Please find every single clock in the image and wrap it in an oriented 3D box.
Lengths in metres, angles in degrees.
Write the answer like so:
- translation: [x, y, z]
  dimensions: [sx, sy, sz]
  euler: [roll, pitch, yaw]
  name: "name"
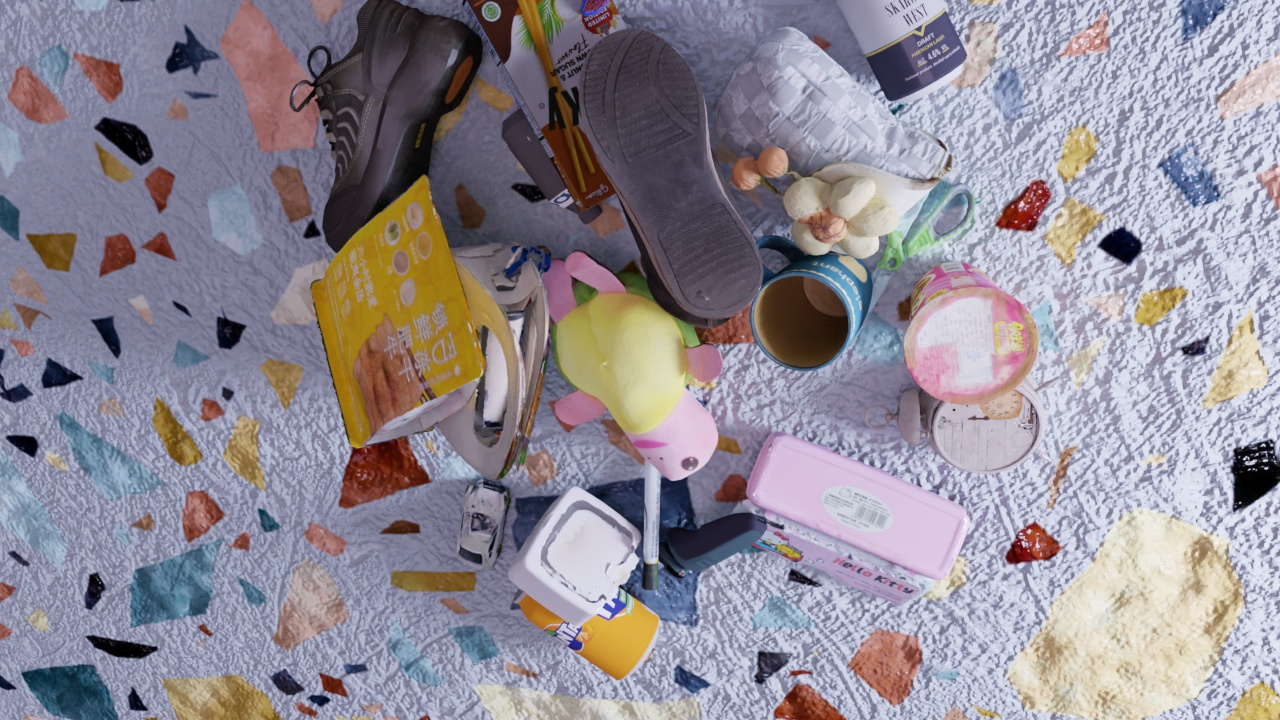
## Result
- translation: [0.276, 0.051, 0.797]
  dimensions: [0.157, 0.061, 0.103]
  euler: [-2, 113, 11]
  name: "clock"

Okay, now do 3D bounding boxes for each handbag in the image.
- translation: [0.131, -0.158, 0.702]
  dimensions: [0.171, 0.123, 0.113]
  euler: [39, 149, -4]
  name: "handbag"
- translation: [-0.117, 0.000, 0.793]
  dimensions: [0.092, 0.199, 0.201]
  euler: [-6, 121, -26]
  name: "handbag"

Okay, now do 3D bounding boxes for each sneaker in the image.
- translation: [-0.248, -0.208, 0.780]
  dimensions: [0.143, 0.100, 0.238]
  euler: [34, 116, -1]
  name: "sneaker"
- translation: [0.021, -0.135, 0.714]
  dimensions: [0.095, 0.120, 0.234]
  euler: [-27, 85, -4]
  name: "sneaker"

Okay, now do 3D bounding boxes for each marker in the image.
- translation: [0.011, 0.153, 0.902]
  dimensions: [0.017, 0.017, 0.146]
  euler: [2, 94, 11]
  name: "marker"

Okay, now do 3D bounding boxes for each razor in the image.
- translation: [0.067, 0.174, 0.886]
  dimensions: [0.047, 0.052, 0.143]
  euler: [30, 139, -25]
  name: "razor"

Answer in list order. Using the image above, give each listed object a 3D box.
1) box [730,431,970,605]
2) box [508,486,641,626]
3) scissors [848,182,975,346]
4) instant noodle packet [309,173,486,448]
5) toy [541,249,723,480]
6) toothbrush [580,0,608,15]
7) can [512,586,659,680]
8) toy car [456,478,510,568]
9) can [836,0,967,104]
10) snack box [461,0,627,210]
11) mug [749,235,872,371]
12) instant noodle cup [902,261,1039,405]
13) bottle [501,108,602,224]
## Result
- translation: [0.190, 0.160, 0.862]
  dimensions: [0.201, 0.073, 0.150]
  euler: [22, 116, 3]
  name: "box"
- translation: [-0.058, 0.190, 0.895]
  dimensions: [0.102, 0.107, 0.076]
  euler: [36, 147, -3]
  name: "box"
- translation: [0.219, -0.079, 0.780]
  dimensions: [0.078, 0.032, 0.176]
  euler: [23, 121, -1]
  name: "scissors"
- translation: [-0.191, -0.034, 0.759]
  dimensions: [0.222, 0.084, 0.163]
  euler: [-29, 74, 53]
  name: "instant noodle packet"
- translation: [-0.005, 0.005, 0.824]
  dimensions: [0.191, 0.087, 0.238]
  euler: [-24, 107, 33]
  name: "toy"
- translation: [0.023, -0.327, 0.692]
  dimensions: [0.183, 0.018, 0.016]
  euler: [-41, 106, 11]
  name: "toothbrush"
- translation: [-0.055, 0.262, 0.954]
  dimensions: [0.142, 0.079, 0.079]
  euler: [36, 116, -4]
  name: "can"
- translation: [-0.168, 0.175, 0.967]
  dimensions: [0.048, 0.033, 0.106]
  euler: [17, 115, 7]
  name: "toy car"
- translation: [0.187, -0.259, 0.679]
  dimensions: [0.064, 0.064, 0.127]
  euler: [-27, 105, 21]
  name: "can"
- translation: [-0.050, -0.227, 0.738]
  dimensions: [0.101, 0.031, 0.186]
  euler: [-32, 105, -7]
  name: "snack box"
- translation: [0.136, -0.059, 0.754]
  dimensions: [0.112, 0.104, 0.085]
  euler: [45, 127, 6]
  name: "mug"
- translation: [0.259, -0.031, 0.739]
  dimensions: [0.098, 0.108, 0.098]
  euler: [5, 114, 10]
  name: "instant noodle cup"
- translation: [-0.073, -0.167, 0.787]
  dimensions: [0.047, 0.046, 0.112]
  euler: [-33, 104, 23]
  name: "bottle"
